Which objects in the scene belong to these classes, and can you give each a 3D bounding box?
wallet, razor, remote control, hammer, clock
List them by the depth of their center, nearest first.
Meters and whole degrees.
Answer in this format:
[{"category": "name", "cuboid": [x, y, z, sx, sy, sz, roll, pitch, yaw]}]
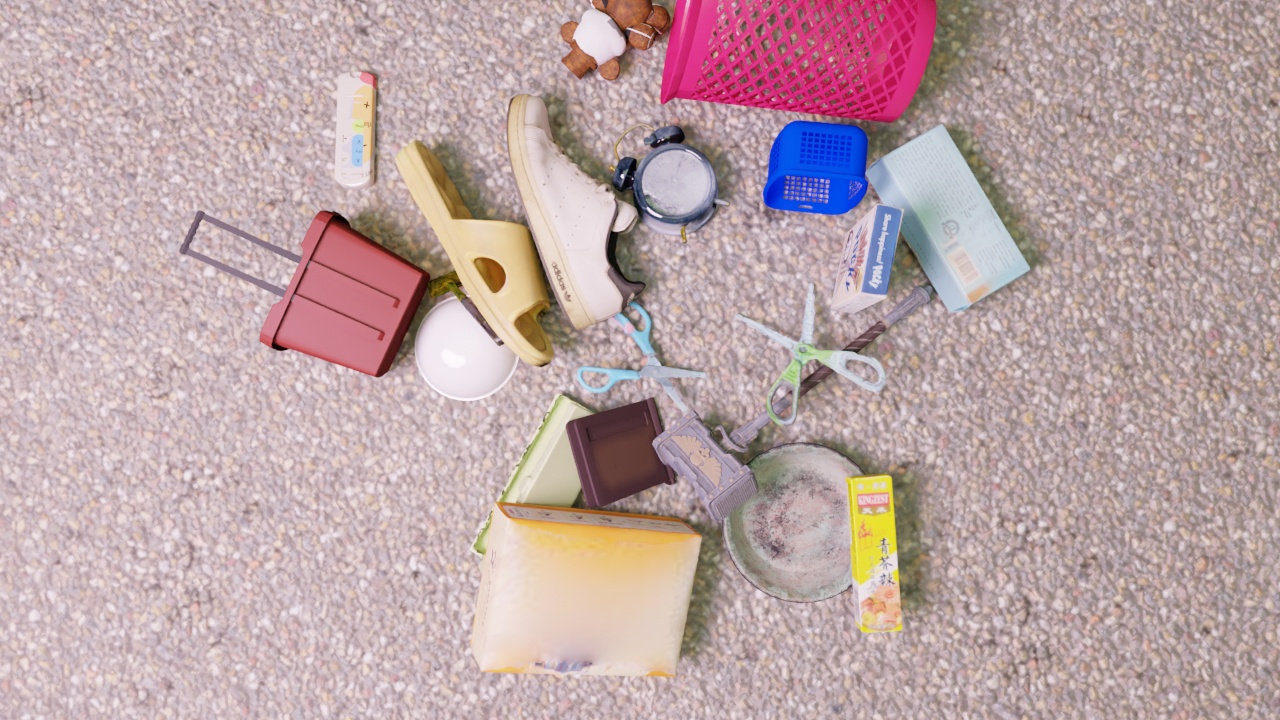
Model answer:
[{"category": "wallet", "cuboid": [-0.015, 0.091, 0.905, 0.115, 0.018, 0.091, -13, 86, -43]}, {"category": "razor", "cuboid": [-0.166, -0.050, 0.909, 0.042, 0.026, 0.106, -27, 57, -30]}, {"category": "hammer", "cuboid": [0.168, 0.022, 0.910, 0.321, 0.044, 0.098, -37, 52, -9]}, {"category": "clock", "cuboid": [0.026, -0.184, 0.931, 0.090, 0.052, 0.129, -42, 83, 0]}, {"category": "remote control", "cuboid": [-0.297, -0.241, 0.957, 0.038, 0.018, 0.125, 0, 86, 2]}]

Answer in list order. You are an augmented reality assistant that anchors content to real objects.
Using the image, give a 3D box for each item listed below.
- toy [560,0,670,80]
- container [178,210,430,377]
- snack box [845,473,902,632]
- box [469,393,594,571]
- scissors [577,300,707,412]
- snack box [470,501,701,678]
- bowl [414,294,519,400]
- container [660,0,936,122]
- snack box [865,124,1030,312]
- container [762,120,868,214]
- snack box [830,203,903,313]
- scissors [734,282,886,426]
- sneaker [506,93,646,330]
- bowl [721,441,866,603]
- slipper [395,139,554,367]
[{"category": "toy", "cuboid": [-0.032, -0.336, 0.934, 0.087, 0.067, 0.113, 44, 99, 2]}, {"category": "container", "cuboid": [-0.324, -0.076, 0.898, 0.201, 0.127, 0.148, 25, 88, -8]}, {"category": "snack box", "cuboid": [0.224, 0.184, 0.883, 0.040, 0.029, 0.148, -4, 88, 1]}, {"category": "box", "cuboid": [-0.097, 0.131, 0.925, 0.077, 0.089, 0.188, 29, 87, -17]}, {"category": "scissors", "cuboid": [-0.007, 0.007, 0.928, 0.125, 0.015, 0.136, -32, 73, -13]}, {"category": "snack box", "cuboid": [-0.049, 0.221, 0.867, 0.195, 0.081, 0.145, 9, 94, -21]}, {"category": "bowl", "cuboid": [-0.181, -0.014, 0.935, 0.110, 0.040, 0.110, 0, 88, 2]}, {"category": "container", "cuboid": [0.149, -0.314, 0.878, 0.225, 0.183, 0.183, 11, 88, -6]}, {"category": "snack box", "cuboid": [0.305, -0.140, 0.916, 0.075, 0.053, 0.174, -30, 88, -8]}, {"category": "container", "cuboid": [0.171, -0.189, 0.896, 0.096, 0.114, 0.058, 6, 82, 2]}, {"category": "snack box", "cuboid": [0.213, -0.093, 0.872, 0.026, 0.150, 0.082, 12, 88, 3]}, {"category": "scissors", "cuboid": [0.166, -0.008, 0.901, 0.169, 0.023, 0.171, 2, 59, 23]}, {"category": "sneaker", "cuboid": [-0.060, -0.157, 0.911, 0.102, 0.089, 0.241, -17, 91, 7]}, {"category": "bowl", "cuboid": [0.160, 0.160, 0.921, 0.157, 0.038, 0.157, 0, 88, 2]}, {"category": "slipper", "cuboid": [-0.146, -0.115, 0.909, 0.078, 0.099, 0.263, -34, 83, 5]}]
